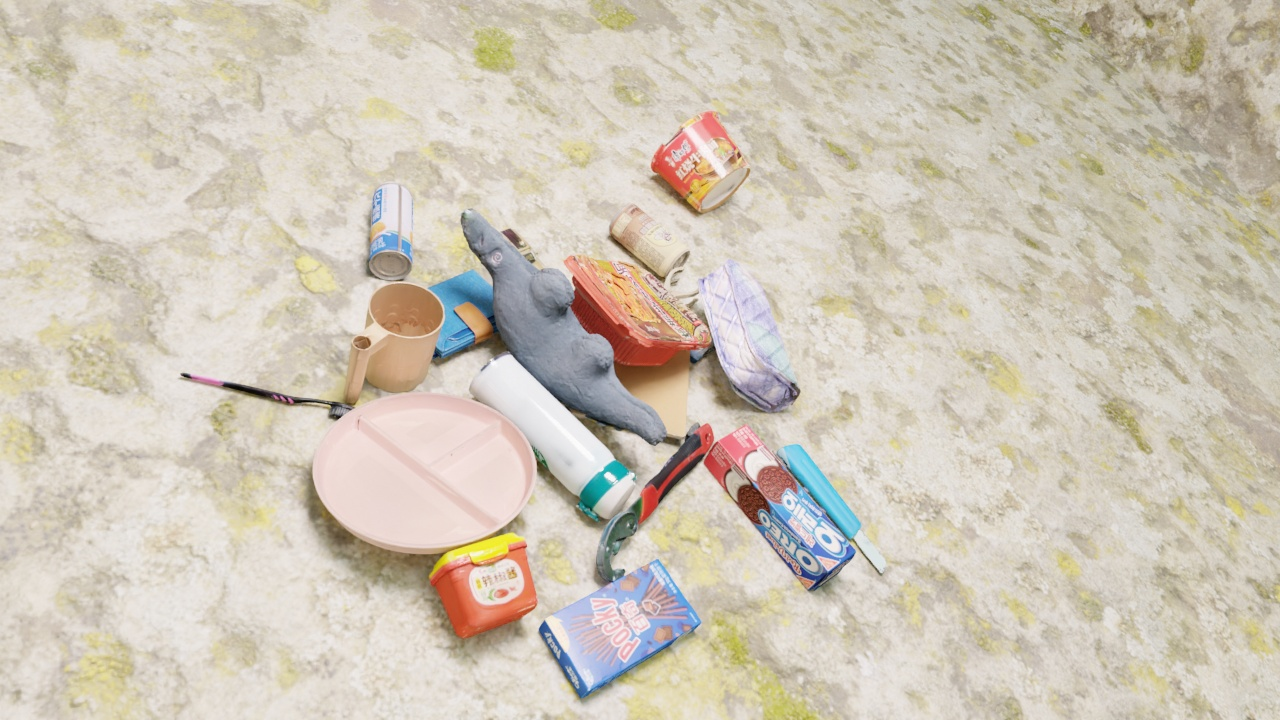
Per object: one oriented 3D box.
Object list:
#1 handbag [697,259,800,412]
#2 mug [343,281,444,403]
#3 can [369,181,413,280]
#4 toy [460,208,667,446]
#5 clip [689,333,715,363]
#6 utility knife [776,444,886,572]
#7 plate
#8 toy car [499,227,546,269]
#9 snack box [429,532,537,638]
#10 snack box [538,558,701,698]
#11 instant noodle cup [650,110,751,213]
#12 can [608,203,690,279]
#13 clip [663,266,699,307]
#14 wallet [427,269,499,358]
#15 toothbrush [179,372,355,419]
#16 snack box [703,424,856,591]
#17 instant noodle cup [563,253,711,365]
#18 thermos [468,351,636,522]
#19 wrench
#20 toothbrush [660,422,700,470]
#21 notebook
[{"bbox_3d":[0.145,-0.035,1.256,0.134,0.076,0.193,34,34,-43],"label":"handbag"},{"bbox_3d":[-0.284,-0.014,1.035,0.084,0.104,0.124,35,46,7],"label":"mug"},{"bbox_3d":[-0.322,-0.170,1.189,0.053,0.053,0.134,6,49,-20],"label":"can"},{"bbox_3d":[-0.105,-0.028,1.101,0.091,0.138,0.356,-38,87,-30],"label":"toy"},{"bbox_3d":[0.086,-0.017,1.271,0.057,0.031,0.025,-29,64,-35],"label":"clip"},{"bbox_3d":[0.247,0.186,1.168,0.034,0.018,0.199,-26,65,-26],"label":"utility knife"},{"bbox_3d":[-0.226,0.117,0.971,0.229,0.028,0.229,9,37,-7],"label":"plate"},{"bbox_3d":[-0.164,-0.141,1.253,0.042,0.035,0.090,-29,70,-39],"label":"toy car"},{"bbox_3d":[-0.153,0.225,0.910,0.091,0.082,0.080,-13,71,-32],"label":"snack box"},{"bbox_3d":[-0.019,0.276,0.958,0.156,0.026,0.084,-20,62,-36],"label":"snack box"},{"bbox_3d":[0.103,-0.311,1.465,0.137,0.138,0.108,-30,76,-40],"label":"instant noodle cup"},{"bbox_3d":[0.012,-0.175,1.347,0.116,0.059,0.058,41,47,12],"label":"can"},{"bbox_3d":[0.050,-0.087,1.306,0.092,0.035,0.102,31,50,5],"label":"clip"},{"bbox_3d":[-0.230,-0.059,1.149,0.106,0.040,0.132,42,47,20],"label":"wallet"},{"bbox_3d":[-0.402,0.039,0.998,0.189,0.014,0.017,14,59,-13],"label":"toothbrush"},{"bbox_3d":[0.167,0.176,1.113,0.058,0.057,0.207,-25,65,-35],"label":"snack box"},{"bbox_3d":[-0.013,-0.057,1.170,0.164,0.079,0.188,48,23,25],"label":"instant noodle cup"},{"bbox_3d":[-0.100,0.090,1.059,0.224,0.073,0.073,43,47,14],"label":"thermos"},{"bbox_3d":[0.023,0.154,1.075,0.272,0.016,0.056,-47,122,-45],"label":"wrench"},{"bbox_3d":[0.031,0.134,1.116,0.014,0.017,0.188,27,46,14],"label":"toothbrush"},{"bbox_3d":[-0.007,0.007,1.204,0.148,0.008,0.207,13,46,-7],"label":"notebook"}]
